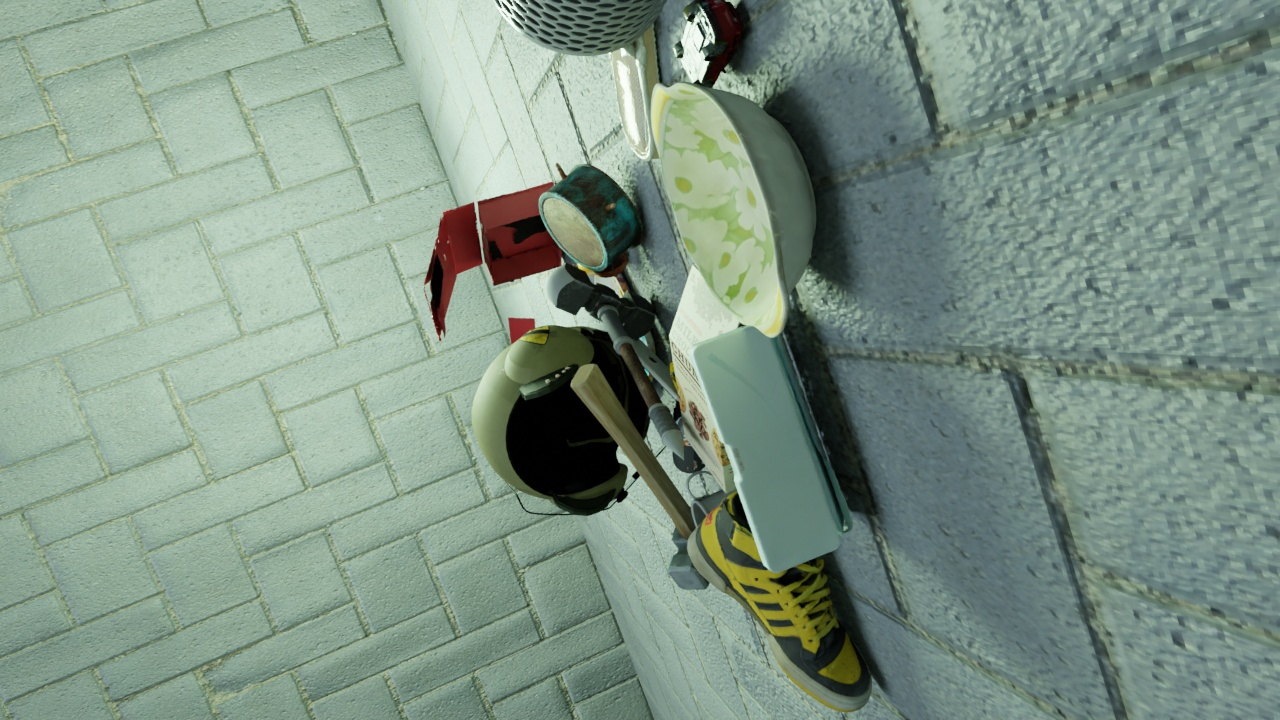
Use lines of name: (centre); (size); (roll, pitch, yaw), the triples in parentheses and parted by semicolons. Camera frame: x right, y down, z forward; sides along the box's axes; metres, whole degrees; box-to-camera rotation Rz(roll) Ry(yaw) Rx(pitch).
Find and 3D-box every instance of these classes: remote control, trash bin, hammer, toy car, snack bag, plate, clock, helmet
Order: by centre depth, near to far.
trash bin: (-0.030, -0.307, 0.608); (0.156, 0.156, 0.183); (68, 165, 3)
toy car: (0.050, -0.235, 0.685); (0.091, 0.036, 0.042); (130, 117, -75)
snack bag: (0.082, 0.015, 0.881); (0.094, 0.069, 0.207); (-126, 19, -48)
hammer: (-0.007, 0.005, 1.035); (0.043, 0.156, 0.322); (-54, 35, 21)
hammer: (0.013, 0.132, 1.082); (0.051, 0.117, 0.323); (-10, 128, 35)
clock: (-0.056, -0.162, 1.107); (0.121, 0.073, 0.158); (38, 156, 20)
remote control: (0.014, 0.003, 1.147); (0.146, 0.008, 0.045); (46, -158, 27)
helmet: (-0.088, 0.060, 1.184); (0.233, 0.255, 0.250); (35, 143, 62)
plate: (-0.021, -0.054, 1.309); (0.187, 0.016, 0.187); (96, 150, -64)

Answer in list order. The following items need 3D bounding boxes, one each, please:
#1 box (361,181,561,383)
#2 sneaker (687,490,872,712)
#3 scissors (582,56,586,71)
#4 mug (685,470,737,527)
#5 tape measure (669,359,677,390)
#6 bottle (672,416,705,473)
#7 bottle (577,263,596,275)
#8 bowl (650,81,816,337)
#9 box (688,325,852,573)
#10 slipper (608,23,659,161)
box: (-0.293, -0.147, 1.489); (0.124, 0.377, 0.212); (48, 162, 12)
sneaker: (0.154, 0.224, 0.903); (0.238, 0.085, 0.122); (44, 139, 20)
scissors: (-0.077, -0.401, 0.990); (0.158, 0.012, 0.170); (90, 155, -60)
mug: (0.100, 0.175, 1.062); (0.084, 0.070, 0.113); (166, 82, -77)
tape measure: (0.057, 0.021, 1.066); (0.066, 0.037, 0.064); (152, 96, -77)
bottle: (0.063, 0.099, 1.150); (0.113, 0.047, 0.047); (86, 159, -53)
bottle: (-0.063, -0.168, 1.196); (0.063, 0.063, 0.109); (-148, 40, -69)
bowl: (0.079, -0.124, 0.695); (0.219, 0.060, 0.189); (63, 165, 21)
box: (0.113, 0.062, 0.760); (0.122, 0.078, 0.197); (-31, -77, -62)
slipper: (-0.024, -0.303, 0.842); (0.115, 0.052, 0.263); (-126, 19, -51)
